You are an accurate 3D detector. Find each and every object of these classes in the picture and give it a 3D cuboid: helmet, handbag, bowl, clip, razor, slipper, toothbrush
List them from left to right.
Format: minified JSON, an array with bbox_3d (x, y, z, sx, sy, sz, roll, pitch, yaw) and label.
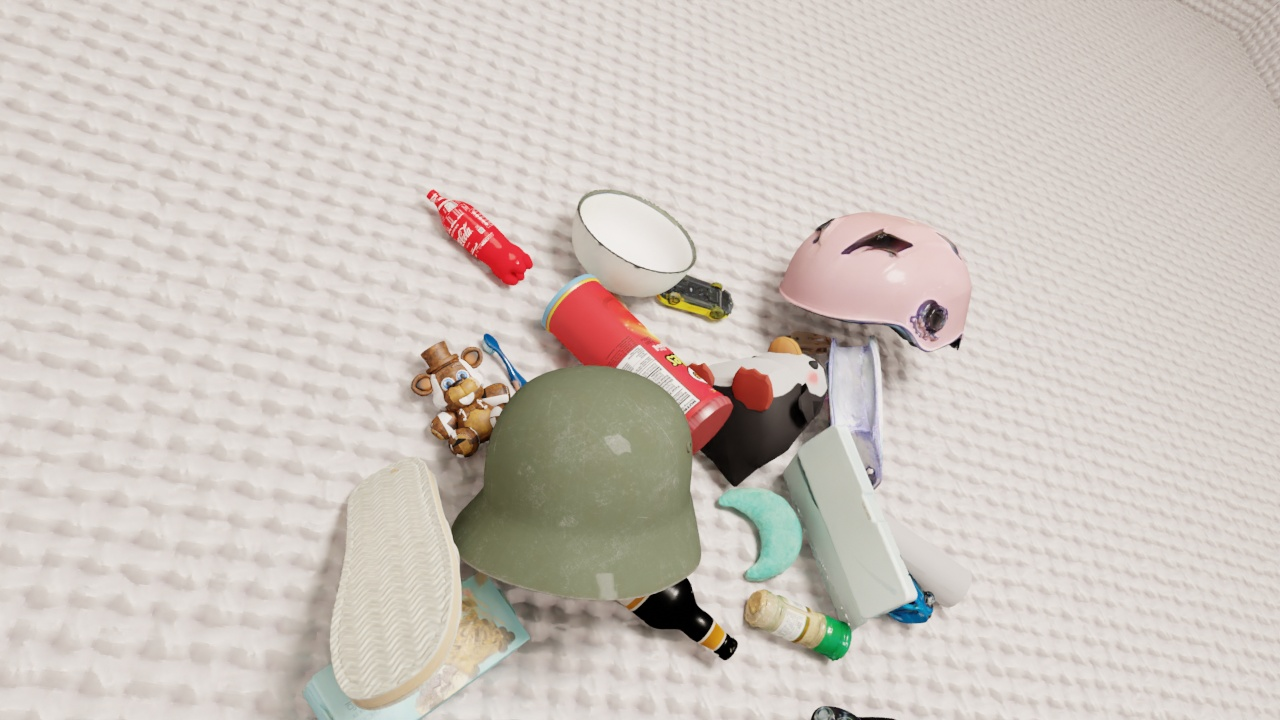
[{"bbox_3d":[-0.195,0.174,0.739,0.052,0.115,0.262,63,0,-32],"label":"slipper"},{"bbox_3d":[-0.125,0.026,0.973,0.021,0.017,0.135,-36,84,-37],"label":"toothbrush"},{"bbox_3d":[-0.043,0.085,0.834,0.227,0.154,0.267,12,12,14],"label":"helmet"},{"bbox_3d":[-0.030,-0.062,1.084,0.061,0.026,0.049,34,38,3],"label":"clip"},{"bbox_3d":[-0.016,-0.129,1.090,0.153,0.073,0.153,19,37,-15],"label":"bowl"},{"bbox_3d":[0.222,-0.022,1.207,0.061,0.049,0.026,-12,60,10],"label":"clip"},{"bbox_3d":[0.263,0.063,1.122,0.069,0.126,0.158,-5,54,17],"label":"handbag"},{"bbox_3d":[0.234,0.377,0.913,0.140,0.064,0.052,14,54,-21],"label":"razor"},{"bbox_3d":[0.304,-0.107,1.161,0.255,0.153,0.230,3,20,-31],"label":"helmet"}]

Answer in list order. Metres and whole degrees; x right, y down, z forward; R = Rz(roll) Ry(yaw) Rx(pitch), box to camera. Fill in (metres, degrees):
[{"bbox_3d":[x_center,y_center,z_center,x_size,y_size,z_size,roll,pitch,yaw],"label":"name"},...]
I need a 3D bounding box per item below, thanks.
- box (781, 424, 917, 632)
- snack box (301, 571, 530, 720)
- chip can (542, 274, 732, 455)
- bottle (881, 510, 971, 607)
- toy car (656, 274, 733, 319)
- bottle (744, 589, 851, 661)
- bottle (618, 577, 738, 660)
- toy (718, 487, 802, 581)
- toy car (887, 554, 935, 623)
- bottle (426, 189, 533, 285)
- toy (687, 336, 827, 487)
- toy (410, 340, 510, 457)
[{"bbox_3d":[0.212,0.182,0.984,0.044,0.136,0.197,-3,61,-27],"label":"box"},{"bbox_3d":[-0.183,0.251,0.760,0.174,0.053,0.075,-27,74,-41],"label":"snack box"},{"bbox_3d":[-0.006,0.006,0.982,0.213,0.087,0.086,44,47,19],"label":"chip can"},{"bbox_3d":[0.290,0.212,1.066,0.195,0.053,0.052,35,48,-6],"label":"bottle"},{"bbox_3d":[0.068,-0.081,1.147,0.107,0.030,0.049,17,51,-17],"label":"toy car"},{"bbox_3d":[0.164,0.275,0.957,0.111,0.043,0.043,25,50,-13],"label":"bottle"},{"bbox_3d":[0.018,0.227,0.890,0.181,0.059,0.059,39,48,-2],"label":"bottle"},{"bbox_3d":[0.136,0.185,1.009,0.085,0.033,0.105,-12,67,-23],"label":"toy"},{"bbox_3d":[0.276,0.252,1.016,0.120,0.056,0.043,48,50,-22],"label":"toy car"},{"bbox_3d":[-0.184,-0.142,1.031,0.141,0.042,0.041,41,48,0],"label":"bottle"},{"bbox_3d":[0.146,0.051,1.056,0.183,0.159,0.140,-23,112,-49],"label":"toy"},{"bbox_3d":[-0.176,0.034,0.904,0.087,0.067,0.112,-31,90,-17],"label":"toy"}]
